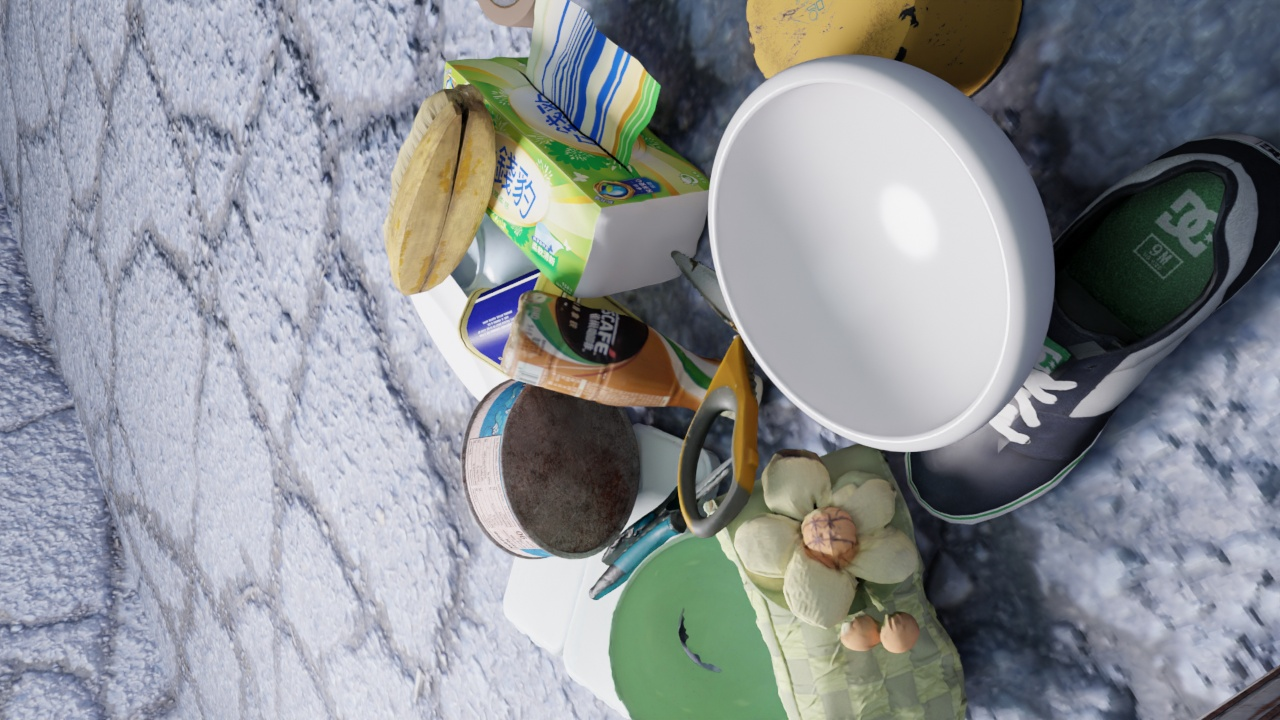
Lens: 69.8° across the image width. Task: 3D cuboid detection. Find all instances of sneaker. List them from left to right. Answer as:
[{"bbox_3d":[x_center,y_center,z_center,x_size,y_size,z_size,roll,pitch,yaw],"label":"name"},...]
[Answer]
[{"bbox_3d":[0.188,-0.001,0.427,0.084,0.078,0.236,50,133,25],"label":"sneaker"}]

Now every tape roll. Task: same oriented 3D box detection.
[{"bbox_3d":[-0.090,-0.299,0.686,0.094,0.030,0.094,16,113,45],"label":"tape roll"}]

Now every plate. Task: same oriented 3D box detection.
[{"bbox_3d":[-0.158,-0.020,0.786,0.188,0.016,0.189,48,160,23],"label":"plate"}]

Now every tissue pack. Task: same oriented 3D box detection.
[{"bbox_3d":[-0.043,-0.156,0.616,0.198,0.120,0.142,41,132,25],"label":"tissue pack"}]

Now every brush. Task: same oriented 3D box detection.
[{"bbox_3d":[-0.139,-0.108,0.620,0.196,0.059,0.043,-54,52,52],"label":"brush"}]

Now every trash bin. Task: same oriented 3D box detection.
[{"bbox_3d":[0.240,0.170,0.307,0.131,0.210,0.131,15,108,53],"label":"trash bin"}]

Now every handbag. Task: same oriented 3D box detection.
[{"bbox_3d":[0.117,0.135,0.507,0.117,0.113,0.186,85,164,-81],"label":"handbag"}]

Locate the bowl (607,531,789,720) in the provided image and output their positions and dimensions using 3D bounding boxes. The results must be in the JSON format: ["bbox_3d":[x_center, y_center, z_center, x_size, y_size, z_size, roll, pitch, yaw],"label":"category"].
[{"bbox_3d":[0.056,0.182,0.602,0.077,0.151,0.151,72,178,-84],"label":"bowl"}]

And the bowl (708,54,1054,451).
[{"bbox_3d":[0.112,-0.051,0.415,0.176,0.066,0.177,37,139,39],"label":"bowl"}]

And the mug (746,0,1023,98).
[{"bbox_3d":[0.111,-0.182,0.449,0.101,0.093,0.123,-33,76,47],"label":"mug"}]

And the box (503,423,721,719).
[{"bbox_3d":[-0.032,0.141,0.710,0.189,0.037,0.209,22,98,41],"label":"box"}]

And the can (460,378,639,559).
[{"bbox_3d":[-0.060,0.072,0.638,0.044,0.129,0.130,-11,93,41],"label":"can"}]

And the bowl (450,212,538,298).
[{"bbox_3d":[-0.118,-0.094,0.743,0.151,0.074,0.151,16,112,44],"label":"bowl"}]

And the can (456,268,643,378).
[{"bbox_3d":[-0.061,-0.018,0.678,0.092,0.116,0.056,-15,48,46],"label":"can"}]

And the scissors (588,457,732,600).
[{"bbox_3d":[0.011,0.113,0.632,0.019,0.126,0.144,38,161,-11],"label":"scissors"}]

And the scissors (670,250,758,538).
[{"bbox_3d":[0.066,-0.001,0.523,0.216,0.016,0.225,-53,44,2],"label":"scissors"}]

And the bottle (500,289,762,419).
[{"bbox_3d":[-0.004,0.003,0.593,0.059,0.167,0.059,-165,91,-82],"label":"bottle"}]
